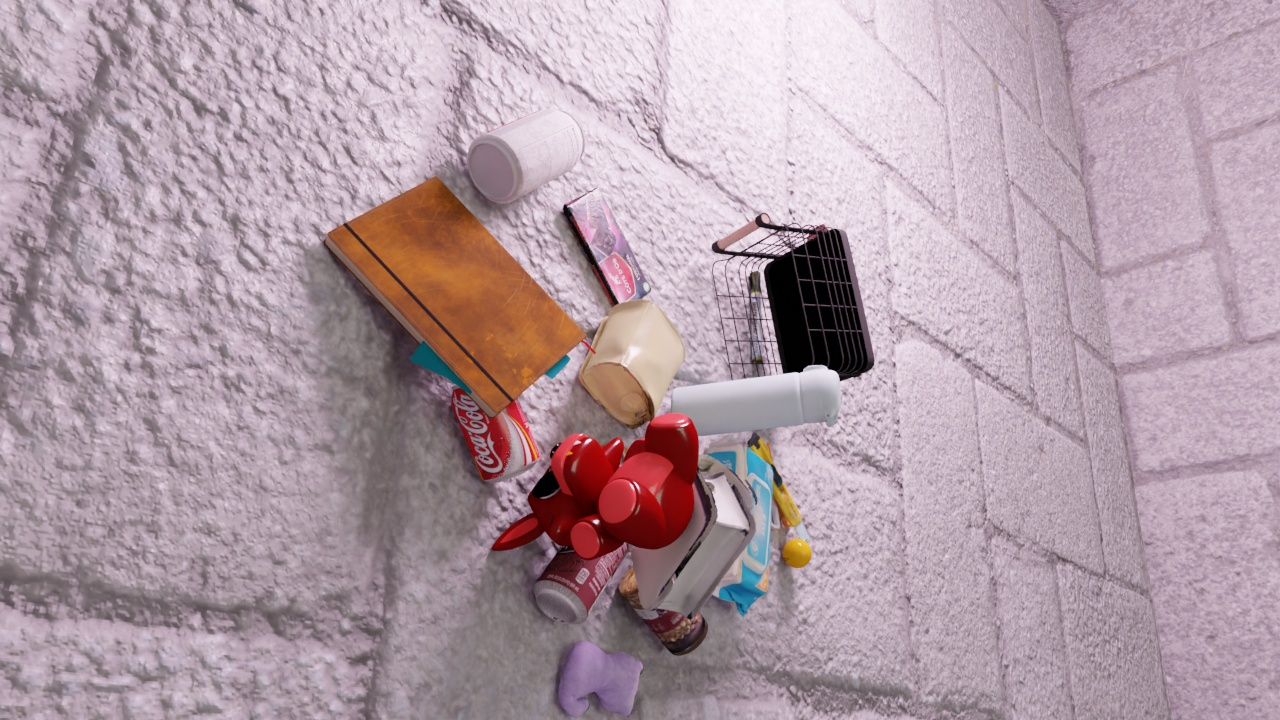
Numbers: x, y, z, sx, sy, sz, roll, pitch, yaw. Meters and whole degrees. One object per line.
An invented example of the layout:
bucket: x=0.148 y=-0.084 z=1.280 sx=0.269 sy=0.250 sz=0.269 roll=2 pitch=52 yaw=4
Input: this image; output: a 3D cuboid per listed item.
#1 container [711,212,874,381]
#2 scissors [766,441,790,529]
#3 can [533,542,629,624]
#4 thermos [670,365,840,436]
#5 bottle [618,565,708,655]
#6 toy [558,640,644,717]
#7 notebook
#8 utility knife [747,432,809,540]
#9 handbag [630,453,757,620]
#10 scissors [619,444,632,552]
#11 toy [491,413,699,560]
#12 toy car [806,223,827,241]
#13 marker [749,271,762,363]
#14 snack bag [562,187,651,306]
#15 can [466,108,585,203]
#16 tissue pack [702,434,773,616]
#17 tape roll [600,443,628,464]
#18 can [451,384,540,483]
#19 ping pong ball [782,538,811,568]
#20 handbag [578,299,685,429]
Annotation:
container: x=0.200 y=-0.066 z=1.264 sx=0.130 sy=0.163 sz=0.241 roll=0 pitch=74 yaw=-35
scissors: x=0.183 y=0.175 z=1.292 sx=0.073 sy=0.013 sz=0.131 roll=-13 pitch=87 yaw=-50
can: x=-0.060 y=0.218 z=0.966 sx=0.063 sy=0.063 sz=0.113 roll=56 pitch=43 yaw=-18
thermos: x=0.145 y=0.053 z=1.140 sx=0.065 sy=0.207 sz=0.077 roll=60 pitch=25 yaw=-57
bottle: x=0.026 y=0.281 z=1.045 sx=0.105 sy=0.056 sz=0.056 roll=54 pitch=44 yaw=-20
toy: x=-0.043 y=0.340 z=0.965 sx=0.099 sy=0.037 sz=0.080 roll=33 pitch=64 yaw=-31
notebook: x=-0.177 y=-0.060 z=0.915 sx=0.249 sy=0.014 sz=0.177 roll=47 pitch=44 yaw=-1
utility knife: x=0.195 y=0.179 z=1.284 sx=0.030 sy=0.017 sz=0.175 roll=-35 pitch=105 yaw=-36
handbag: x=0.051 y=0.167 z=0.986 sx=0.074 sy=0.151 sz=0.175 roll=18 pitch=28 yaw=-25
scissors: x=0.012 y=0.142 z=1.064 sx=0.141 sy=0.014 sz=0.171 roll=54 pitch=48 yaw=-17
toy: x=-0.042 y=0.129 z=0.914 sx=0.120 sy=0.198 sz=0.157 roll=61 pitch=41 yaw=-27
toy car: x=0.270 y=-0.136 z=1.461 sx=0.070 sy=0.062 sz=0.169 roll=45 pitch=48 yaw=-28
marker: x=0.172 y=-0.065 z=1.361 sx=0.017 sy=0.017 sz=0.146 roll=21 pitch=61 yaw=-42
snack bag: x=-0.041 y=-0.137 z=1.151 sx=0.074 sy=0.018 sz=0.155 roll=-44 pitch=111 yaw=-47
can: x=-0.127 y=-0.235 z=1.042 sx=0.135 sy=0.078 sz=0.078 roll=-41 pitch=108 yaw=-47
tissue pack: x=0.120 y=0.208 z=1.157 sx=0.117 sy=0.066 sz=0.209 roll=40 pitch=50 yaw=-52
tape roll: x=-0.035 y=0.143 z=1.048 sx=0.094 sy=0.027 sz=0.094 roll=19 pitch=63 yaw=-43
can: x=-0.147 y=0.066 z=0.923 sx=0.064 sy=0.064 sz=0.105 roll=-26 pitch=96 yaw=-49
ping pong ball: x=0.218 y=0.268 z=1.275 sx=0.040 sy=0.040 sz=0.040 roll=19 pitch=63 yaw=-43
handbag: x=-0.006 y=0.006 z=1.094 sx=0.111 sy=0.081 sz=0.119 roll=53 pitch=42 yaw=-31
